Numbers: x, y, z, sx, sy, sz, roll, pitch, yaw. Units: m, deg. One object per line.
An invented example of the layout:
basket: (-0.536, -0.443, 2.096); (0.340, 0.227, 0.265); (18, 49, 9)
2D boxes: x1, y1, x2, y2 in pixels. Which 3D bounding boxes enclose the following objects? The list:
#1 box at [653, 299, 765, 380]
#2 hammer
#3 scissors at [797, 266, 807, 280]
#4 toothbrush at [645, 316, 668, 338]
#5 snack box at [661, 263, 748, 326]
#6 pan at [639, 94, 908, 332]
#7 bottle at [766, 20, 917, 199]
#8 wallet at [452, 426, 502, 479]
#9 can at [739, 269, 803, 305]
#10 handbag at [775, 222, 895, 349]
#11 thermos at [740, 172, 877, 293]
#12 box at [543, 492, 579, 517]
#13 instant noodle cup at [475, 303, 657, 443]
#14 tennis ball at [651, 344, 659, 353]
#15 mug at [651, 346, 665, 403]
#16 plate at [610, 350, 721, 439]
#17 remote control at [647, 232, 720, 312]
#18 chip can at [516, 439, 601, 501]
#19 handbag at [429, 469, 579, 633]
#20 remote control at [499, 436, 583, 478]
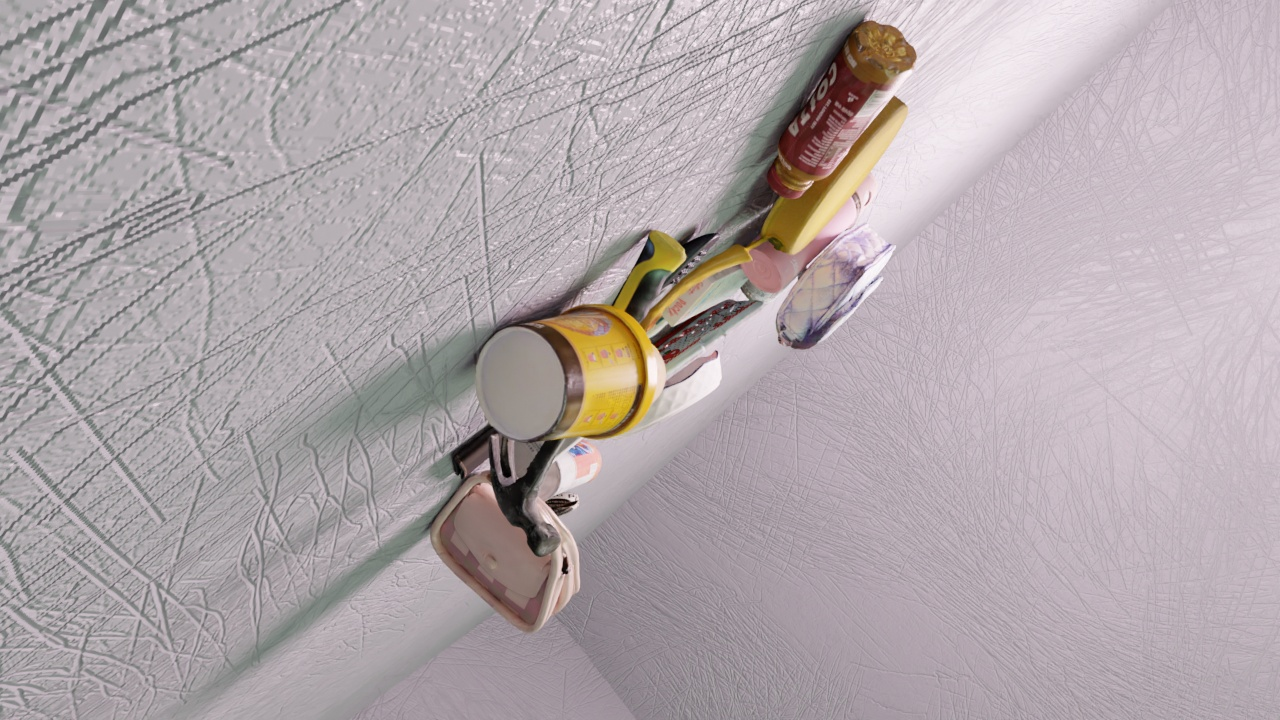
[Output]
box: (0.060, -0.022, 1.236); (0.200, 0.058, 0.161); (-35, -176, -24)
hammer: (-0.054, 0.023, 0.852); (0.031, 0.126, 0.324); (4, 124, -48)
scissors: (0.226, -0.143, 1.265); (0.132, 0.012, 0.173); (-59, -171, -5)
toothbrush: (-0.024, 0.000, 1.121); (0.191, 0.018, 0.016); (-40, 171, -1)
snack box: (0.094, -0.095, 1.120); (0.085, 0.027, 0.156); (-47, 168, 36)
pan: (0.138, -0.147, 0.964); (0.357, 0.078, 0.197); (-50, 170, 3)
bottle: (0.165, -0.208, 0.792); (0.057, 0.057, 0.175); (-34, 169, -34)
wallet: (-0.152, 0.083, 1.006); (0.122, 0.020, 0.096); (-38, 174, -18)
can: (0.192, -0.137, 1.214); (0.058, 0.058, 0.147); (-31, 167, -44)
handbag: (0.246, -0.092, 1.141); (0.134, 0.075, 0.193); (-54, 168, 32)
thermos: (0.207, -0.157, 1.104); (0.198, 0.067, 0.087); (-42, 142, -25)
box: (-0.169, 0.214, 1.324); (0.164, 0.052, 0.069); (-12, 167, -8)
instant noodle cup: (-0.065, 0.014, 0.762); (0.119, 0.118, 0.114); (-46, 162, 28)
tennis ball: (-0.006, 0.006, 1.076); (0.065, 0.065, 0.065); (-39, 170, -8)
mug: (-0.039, 0.014, 0.992); (0.125, 0.084, 0.103); (-15, 170, 5)
plate: (0.027, 0.052, 1.296); (0.205, 0.045, 0.205); (-27, -176, 2)
remote control: (0.024, -0.083, 0.913); (0.136, 0.024, 0.053); (-44, 176, 13)
chip can: (-0.115, 0.154, 1.311); (0.071, 0.071, 0.214); (-42, 171, 9)
handbag: (-0.156, 0.214, 1.123); (0.093, 0.193, 0.235); (-42, 165, -37)
remote control: (-0.102, 0.085, 1.091); (0.135, 0.056, 0.019); (-39, 171, -10)
